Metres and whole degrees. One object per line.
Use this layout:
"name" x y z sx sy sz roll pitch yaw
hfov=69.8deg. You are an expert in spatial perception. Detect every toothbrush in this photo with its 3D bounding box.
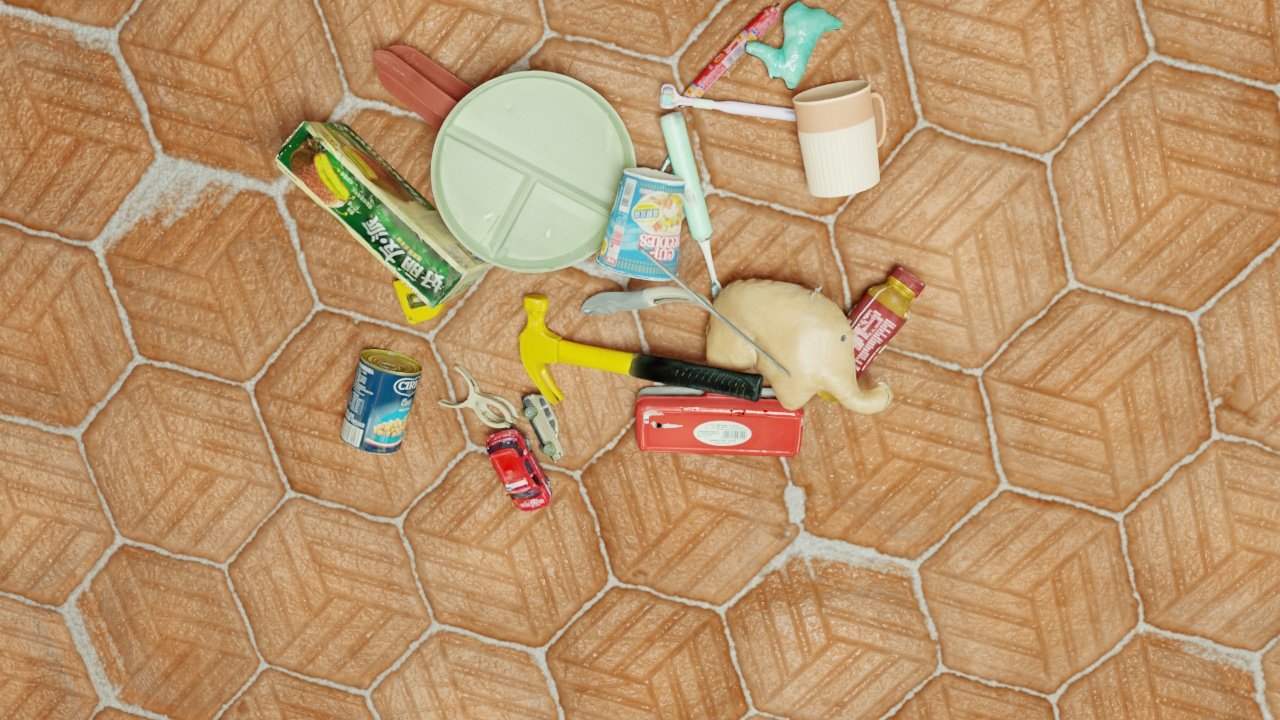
"toothbrush" 0.116 -0.284 1.028 0.189 0.021 0.029 6 83 -6
"toothbrush" 0.063 -0.174 1.057 0.026 0.027 0.224 -9 110 20

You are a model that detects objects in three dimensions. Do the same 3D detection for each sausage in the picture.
"sausage" 0.099 -0.340 1.027 0.156 0.020 0.020 -44 96 12

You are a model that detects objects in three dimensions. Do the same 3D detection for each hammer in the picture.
"hammer" -0.006 0.006 1.062 0.301 0.032 0.129 10 111 21

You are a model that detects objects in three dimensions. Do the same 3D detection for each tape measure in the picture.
"tape measure" -0.266 -0.076 1.109 0.057 0.029 0.060 -16 101 7

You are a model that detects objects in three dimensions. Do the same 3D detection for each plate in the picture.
"plate" -0.119 -0.210 1.035 0.230 0.027 0.230 -6 118 -11

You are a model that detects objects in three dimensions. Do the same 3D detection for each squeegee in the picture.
"squeegee" 0.014 -0.064 1.017 0.246 0.247 0.039 36 72 -34

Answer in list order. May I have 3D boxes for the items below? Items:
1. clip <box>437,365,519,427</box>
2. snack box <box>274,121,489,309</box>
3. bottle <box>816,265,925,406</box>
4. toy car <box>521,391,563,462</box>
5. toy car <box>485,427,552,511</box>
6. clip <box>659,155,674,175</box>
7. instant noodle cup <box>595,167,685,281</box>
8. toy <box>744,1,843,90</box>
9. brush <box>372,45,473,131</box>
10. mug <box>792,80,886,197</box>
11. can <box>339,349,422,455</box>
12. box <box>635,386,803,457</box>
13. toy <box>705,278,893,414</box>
"clip" -0.198 0.055 1.132 0.098 0.034 0.064 27 104 3
"snack box" -0.288 -0.168 1.047 0.240 0.114 0.063 43 103 -6
"bottle" 0.258 -0.030 1.063 0.057 0.057 0.175 37 103 -4
"toy car" -0.118 0.082 1.125 0.035 0.042 0.090 -24 94 -10
"toy car" -0.150 0.139 1.128 0.053 0.045 0.120 -17 122 11
"clip" 0.027 -0.212 1.064 0.041 0.014 0.056 26 102 -3
"instant noodle cup" 0.005 -0.156 1.029 0.099 0.099 0.110 12 109 2
"toy" 0.166 -0.349 1.012 0.096 0.030 0.092 17 102 -12
"brush" -0.236 -0.303 1.036 0.146 0.069 0.063 36 101 -4
"mug" 0.226 -0.247 1.006 0.114 0.082 0.106 -29 119 -29
"can" -0.317 0.051 1.118 0.075 0.075 0.111 19 103 0
"box" 0.094 0.074 1.112 0.201 0.068 0.091 1 123 5
"toy" 0.176 -0.015 1.029 0.226 0.082 0.144 21 118 26
